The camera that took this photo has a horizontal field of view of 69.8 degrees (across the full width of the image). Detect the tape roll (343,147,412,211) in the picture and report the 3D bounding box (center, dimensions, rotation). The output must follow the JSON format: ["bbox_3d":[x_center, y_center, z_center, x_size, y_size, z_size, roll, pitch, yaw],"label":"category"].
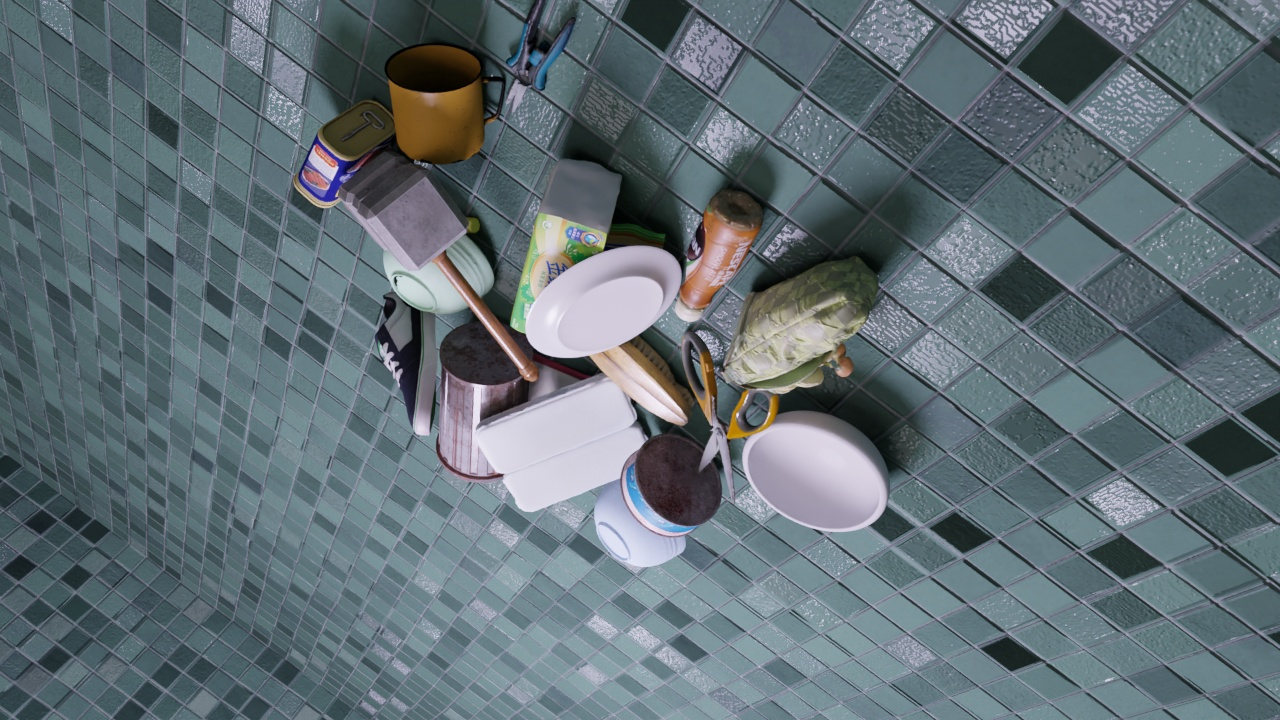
[{"bbox_3d":[-0.320,-0.213,1.123,0.030,0.093,0.094,38,139,-2],"label":"tape roll"}]

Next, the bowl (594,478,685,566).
[{"bbox_3d":[-0.015,0.240,1.321,0.150,0.074,0.151,37,148,28],"label":"bowl"}]

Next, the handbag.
[{"bbox_3d":[0.174,-0.027,0.954,0.117,0.113,0.187,44,138,-20],"label":"handbag"}]

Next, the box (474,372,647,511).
[{"bbox_3d":[-0.097,0.116,1.233,0.209,0.037,0.189,-20,126,1],"label":"box"}]

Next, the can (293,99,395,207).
[{"bbox_3d":[-0.349,-0.249,1.096,0.056,0.116,0.092,42,136,-7],"label":"can"}]

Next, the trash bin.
[{"bbox_3d":[-0.216,0.064,1.267,0.131,0.130,0.212,24,135,13],"label":"trash bin"}]

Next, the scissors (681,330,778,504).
[{"bbox_3d":[0.093,0.064,1.102,0.216,0.016,0.226,57,148,20],"label":"scissors"}]

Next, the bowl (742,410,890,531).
[{"bbox_3d":[0.214,0.121,1.094,0.177,0.066,0.177,19,136,19],"label":"bowl"}]

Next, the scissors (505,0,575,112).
[{"bbox_3d":[-0.106,-0.311,0.946,0.144,0.019,0.126,5,131,33],"label":"scissors"}]

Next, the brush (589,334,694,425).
[{"bbox_3d":[-0.007,0.007,1.155,0.195,0.043,0.059,43,137,-7],"label":"brush"}]

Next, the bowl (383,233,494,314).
[{"bbox_3d":[-0.271,-0.113,1.178,0.151,0.076,0.151,23,149,14],"label":"bowl"}]

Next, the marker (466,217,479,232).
[{"bbox_3d":[-0.260,-0.175,1.173,0.124,0.021,0.017,9,132,30],"label":"marker"}]

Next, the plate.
[{"bbox_3d":[-0.037,-0.056,1.028,0.016,0.188,0.189,63,148,28],"label":"plate"}]

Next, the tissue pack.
[{"bbox_3d":[-0.055,-0.111,1.037,0.141,0.120,0.198,17,145,-6],"label":"tissue pack"}]

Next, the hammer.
[{"bbox_3d":[-0.209,-0.087,1.077,0.318,0.082,0.163,55,168,-33],"label":"hammer"}]

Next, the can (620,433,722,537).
[{"bbox_3d":[0.041,0.163,1.202,0.130,0.129,0.044,39,139,-4],"label":"can"}]

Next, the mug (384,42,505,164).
[{"bbox_3d":[-0.208,-0.277,0.997,0.123,0.100,0.094,-8,138,-13],"label":"mug"}]

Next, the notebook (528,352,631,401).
[{"bbox_3d":[-0.111,0.061,1.300,0.209,0.012,0.153,22,136,15],"label":"notebook"}]

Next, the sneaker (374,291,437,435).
[{"bbox_3d":[-0.308,0.000,1.206,0.079,0.235,0.084,0,140,-16],"label":"sneaker"}]

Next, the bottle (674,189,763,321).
[{"bbox_3d":[0.076,-0.105,0.983,0.059,0.059,0.168,31,139,6],"label":"bottle"}]
